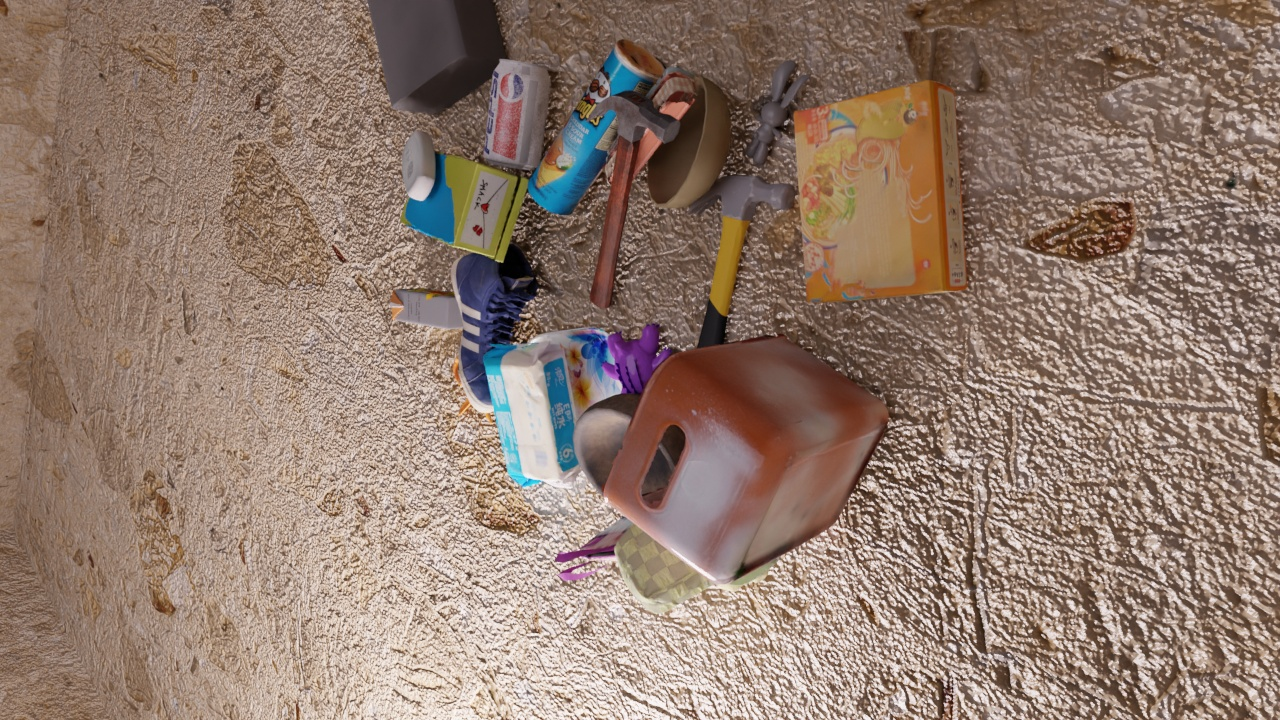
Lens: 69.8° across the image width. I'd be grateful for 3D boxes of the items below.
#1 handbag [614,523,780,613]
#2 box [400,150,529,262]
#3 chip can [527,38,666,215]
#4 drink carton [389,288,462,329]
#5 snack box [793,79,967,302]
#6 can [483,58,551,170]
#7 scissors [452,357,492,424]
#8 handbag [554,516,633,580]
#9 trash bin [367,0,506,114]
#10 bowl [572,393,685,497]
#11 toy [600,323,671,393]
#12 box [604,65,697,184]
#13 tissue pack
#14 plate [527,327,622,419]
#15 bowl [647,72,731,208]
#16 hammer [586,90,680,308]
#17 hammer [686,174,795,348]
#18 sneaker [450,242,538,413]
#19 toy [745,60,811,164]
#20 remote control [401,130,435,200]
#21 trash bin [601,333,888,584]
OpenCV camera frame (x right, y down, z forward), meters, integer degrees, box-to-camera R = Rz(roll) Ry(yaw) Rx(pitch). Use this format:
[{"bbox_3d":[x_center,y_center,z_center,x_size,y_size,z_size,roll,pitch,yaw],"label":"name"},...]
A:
[{"bbox_3d":[0.071,0.220,1.054,0.186,0.117,0.113,-26,43,-1],"label":"handbag"},{"bbox_3d":[-0.251,-0.222,1.280,0.221,0.082,0.124,25,99,55],"label":"box"},{"bbox_3d":[-0.056,-0.287,1.148,0.230,0.079,0.080,-49,64,34],"label":"chip can"},{"bbox_3d":[-0.313,-0.080,1.397,0.125,0.076,0.048,10,101,35],"label":"drink carton"},{"bbox_3d":[0.238,-0.159,0.907,0.145,0.080,0.195,-2,93,40],"label":"snack box"},{"bbox_3d":[-0.166,-0.330,1.237,0.078,0.078,0.136,21,108,37],"label":"can"},{"bbox_3d":[-0.249,0.042,1.394,0.130,0.011,0.125,-43,67,35],"label":"scissors"},{"bbox_3d":[-0.033,0.233,1.126,0.145,0.169,0.068,-15,85,41],"label":"handbag"},{"bbox_3d":[-0.300,-0.498,1.323,0.192,0.097,0.219,-17,85,41],"label":"trash bin"},{"bbox_3d":[0.001,0.110,1.123,0.162,0.070,0.162,22,131,28],"label":"bowl"},{"bbox_3d":[-0.007,0.007,1.152,0.106,0.055,0.088,-12,100,32],"label":"toy"},{"bbox_3d":[0.008,-0.262,1.058,0.060,0.057,0.187,44,146,-2],"label":"box"},{"bbox_3d":[-0.142,0.076,1.239,0.117,0.065,0.209,1,104,41],"label":"tissue pack"},{"bbox_3d":[-0.087,0.051,1.253,0.187,0.016,0.187,-6,91,41],"label":"plate"},{"bbox_3d":[0.062,-0.244,1.046,0.152,0.050,0.152,-170,90,-68],"label":"bowl"},{"bbox_3d":[-0.029,-0.181,1.099,0.111,0.028,0.301,39,141,24],"label":"hammer"},{"bbox_3d":[0.091,-0.058,1.082,0.127,0.029,0.324,23,110,37],"label":"hammer"},{"bbox_3d":[-0.191,-0.053,1.290,0.119,0.091,0.233,-18,75,38],"label":"sneaker"},{"bbox_3d":[0.147,-0.270,1.007,0.049,0.030,0.112,54,132,40],"label":"toy"},{"bbox_3d":[-0.309,-0.272,1.280,0.060,0.028,0.114,-50,41,31],"label":"remote control"},{"bbox_3d":[0.115,0.095,0.925,0.157,0.259,0.182,36,116,30],"label":"trash bin"}]
